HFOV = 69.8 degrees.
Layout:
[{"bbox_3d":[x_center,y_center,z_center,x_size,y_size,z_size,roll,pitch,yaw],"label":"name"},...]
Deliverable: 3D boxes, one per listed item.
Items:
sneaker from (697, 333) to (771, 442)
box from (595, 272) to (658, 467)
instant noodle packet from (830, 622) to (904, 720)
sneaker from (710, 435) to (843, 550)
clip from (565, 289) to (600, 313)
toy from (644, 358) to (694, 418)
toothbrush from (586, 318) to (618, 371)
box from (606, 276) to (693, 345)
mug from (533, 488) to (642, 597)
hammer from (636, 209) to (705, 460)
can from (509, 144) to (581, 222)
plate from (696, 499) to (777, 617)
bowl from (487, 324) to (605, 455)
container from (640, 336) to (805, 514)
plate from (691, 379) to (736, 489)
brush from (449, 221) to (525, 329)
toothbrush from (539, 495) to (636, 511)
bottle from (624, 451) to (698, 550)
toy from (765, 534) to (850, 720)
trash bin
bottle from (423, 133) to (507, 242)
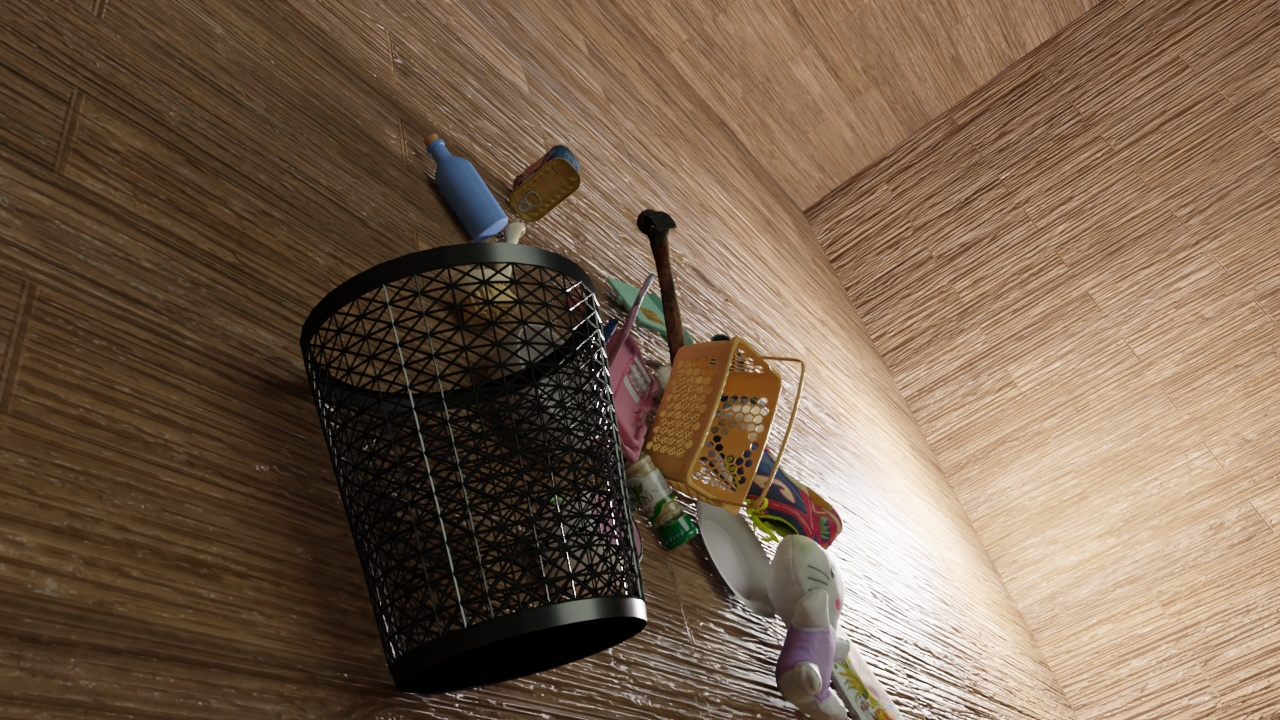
[{"bbox_3d":[0.119,0.033,1.250,0.235,0.087,0.079,-109,-158,-66],"label":"sneaker"},{"bbox_3d":[-0.023,0.005,1.067,0.232,0.075,0.173,-69,159,-69],"label":"box"},{"bbox_3d":[0.266,0.390,1.198,0.269,0.057,0.146,60,13,15],"label":"instant noodle packet"},{"bbox_3d":[0.156,0.168,1.228,0.242,0.091,0.116,42,-17,24],"label":"sneaker"},{"bbox_3d":[-0.080,-0.072,1.198,0.059,0.041,0.023,41,26,-61],"label":"clip"},{"bbox_3d":[0.042,0.035,1.261,0.087,0.050,0.112,21,45,-58],"label":"toy"},{"bbox_3d":[-0.048,-0.018,1.175,0.016,0.017,0.189,54,20,-14],"label":"toothbrush"},{"bbox_3d":[0.023,-0.057,1.306,0.138,0.056,0.187,48,4,-29],"label":"box"},{"bbox_3d":[-0.046,0.157,0.818,0.090,0.076,0.123,53,20,-7],"label":"mug"},{"bbox_3d":[0.047,-0.025,1.169,0.120,0.033,0.330,-124,-158,-74],"label":"hammer"},{"bbox_3d":[-0.126,-0.236,1.220,0.054,0.100,0.059,46,19,-27],"label":"can"},{"bbox_3d":[0.114,0.241,1.137,0.173,0.019,0.172,46,22,-25],"label":"plate"},{"bbox_3d":[-0.099,0.036,0.903,0.132,0.064,0.131,46,22,-25],"label":"bowl"},{"bbox_3d":[0.106,0.078,1.075,0.129,0.167,0.183,37,67,-43],"label":"container"},{"bbox_3d":[0.135,0.104,1.385,0.229,0.030,0.229,46,22,-25],"label":"plate"},{"bbox_3d":[-0.156,-0.105,1.024,0.271,0.062,0.077,-86,154,-66],"label":"brush"},{"bbox_3d":[-0.051,0.144,0.921,0.187,0.014,0.017,16,51,-60],"label":"toothbrush"},{"bbox_3d":[0.020,0.156,1.022,0.110,0.043,0.042,57,20,6],"label":"bottle"},{"bbox_3d":[0.198,0.311,1.081,0.138,0.086,0.208,53,32,-38],"label":"toy"},{"bbox_3d":[-0.105,0.082,0.631,0.216,0.217,0.243,24,43,-55],"label":"trash bin"},{"bbox_3d":[-0.207,-0.202,1.055,0.131,0.048,0.048,56,20,2],"label":"bottle"}]
